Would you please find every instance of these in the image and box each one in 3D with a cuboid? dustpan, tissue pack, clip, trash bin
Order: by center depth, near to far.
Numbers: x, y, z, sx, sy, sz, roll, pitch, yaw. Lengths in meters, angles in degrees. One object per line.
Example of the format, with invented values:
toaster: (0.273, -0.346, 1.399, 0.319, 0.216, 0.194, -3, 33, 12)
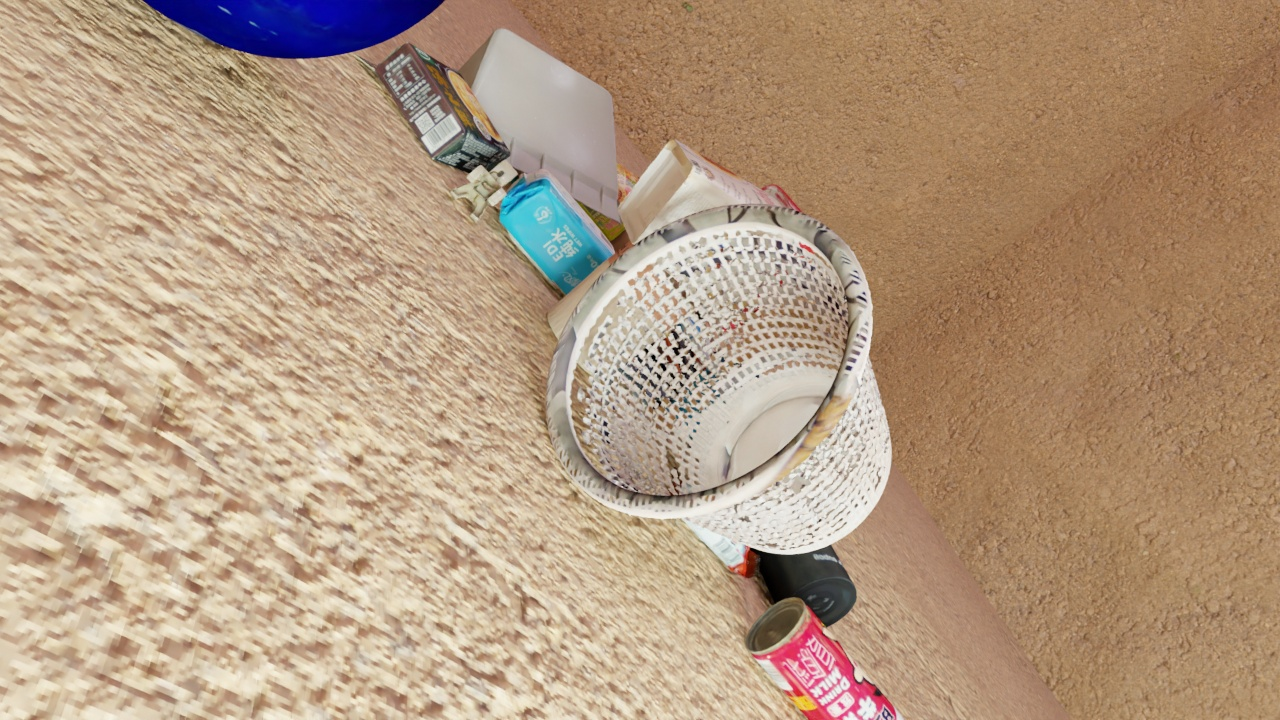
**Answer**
trash bin: (0.078, 0.035, 0.646, 0.192, 0.228, 0.227, 44, 13, -47)
clip: (-0.141, -0.154, 0.821, 0.035, 0.074, 0.100, 47, 17, -14)
tissue pack: (-0.078, -0.116, 0.882, 0.140, 0.063, 0.090, 48, 11, -21)
dustpan: (-0.139, -0.271, 1.100, 0.222, 0.143, 0.257, 24, 53, -28)

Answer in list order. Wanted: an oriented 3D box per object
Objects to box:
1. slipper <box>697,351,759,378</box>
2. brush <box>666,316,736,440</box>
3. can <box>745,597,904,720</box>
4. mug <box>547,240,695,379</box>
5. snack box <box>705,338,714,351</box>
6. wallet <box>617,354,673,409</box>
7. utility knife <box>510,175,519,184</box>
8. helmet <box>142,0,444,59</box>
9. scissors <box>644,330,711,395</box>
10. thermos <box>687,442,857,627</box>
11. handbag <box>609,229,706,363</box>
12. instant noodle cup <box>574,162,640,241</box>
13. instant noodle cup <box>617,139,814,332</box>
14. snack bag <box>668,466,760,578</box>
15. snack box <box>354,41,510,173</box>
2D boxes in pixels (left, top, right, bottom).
slipper: (0.140, 0.086, 1.009, 0.253, 0.095, 0.105, 39, -21, 18)
brush: (0.057, 0.013, 0.842, 0.314, 0.109, 0.060, 38, 2, 42)
can: (0.137, 0.237, 0.661, 0.133, 0.053, 0.053, 50, 12, -8)
mug: (-0.013, -0.046, 0.811, 0.081, 0.106, 0.114, 53, 12, 5)
snack box: (0.060, -0.057, 1.306, 0.084, 0.027, 0.156, 45, 14, -31)
wallet: (-0.005, 0.005, 0.906, 0.097, 0.019, 0.120, 54, 10, 12)
utility knife: (-0.113, -0.161, 1.002, 0.029, 0.013, 0.219, 32, 23, -57)
helmet: (-0.217, -0.323, 0.525, 0.247, 0.241, 0.315, 31, 34, -60)
scissors: (0.071, 0.054, 0.897, 0.139, 0.022, 0.235, 6, 44, -49)
thermos: (0.109, 0.137, 0.858, 0.090, 0.069, 0.242, 8, 31, -24)
handbag: (0.020, -0.081, 1.052, 0.148, 0.100, 0.204, 51, 15, -20)
instant noodle cup: (-0.043, -0.218, 1.234, 0.123, 0.112, 0.111, 35, 19, -28)
instant noodle cup: (0.056, -0.105, 0.740, 0.124, 0.117, 0.116, 31, 21, -26)
snack bag: (0.057, 0.133, 0.738, 0.105, 0.026, 0.045, 47, 24, -9)
snack box: (-0.193, -0.241, 0.873, 0.125, 0.053, 0.113, 58, 13, 5)
